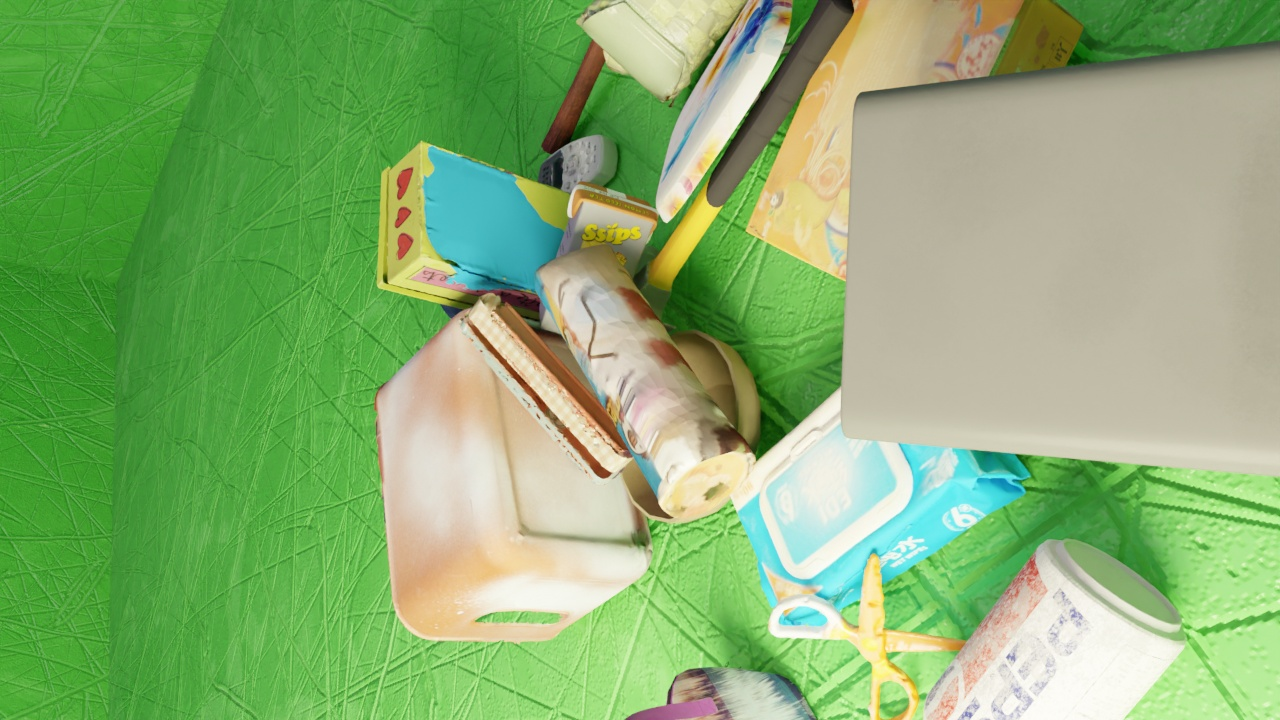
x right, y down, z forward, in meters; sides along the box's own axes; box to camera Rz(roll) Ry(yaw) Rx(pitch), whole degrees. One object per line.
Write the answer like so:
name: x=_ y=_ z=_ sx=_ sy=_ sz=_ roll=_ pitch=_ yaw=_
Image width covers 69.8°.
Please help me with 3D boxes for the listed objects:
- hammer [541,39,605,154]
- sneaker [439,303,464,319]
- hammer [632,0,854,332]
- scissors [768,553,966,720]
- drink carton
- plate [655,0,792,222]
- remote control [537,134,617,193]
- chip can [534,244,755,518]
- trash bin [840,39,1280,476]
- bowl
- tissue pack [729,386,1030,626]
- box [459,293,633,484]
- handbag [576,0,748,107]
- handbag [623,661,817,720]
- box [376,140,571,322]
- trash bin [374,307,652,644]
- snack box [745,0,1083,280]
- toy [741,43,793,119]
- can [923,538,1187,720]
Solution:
hammer: x=-0.030 y=-0.330 z=0.908 sx=0.028 sy=0.110 sz=0.302 roll=45 pitch=129 yaw=16
sneaker: x=-0.194 y=-0.149 z=0.959 sx=0.092 sy=0.118 sz=0.232 roll=-25 pitch=37 yaw=28
hammer: x=0.063 y=-0.137 z=0.701 sx=0.325 sy=0.029 sz=0.126 roll=125 pitch=157 yaw=-44
scissors: x=0.140 y=0.175 z=0.570 sx=0.130 sy=0.011 sz=0.125 roll=3 pitch=109 yaw=20
drink carton: x=-0.040 y=-0.083 z=0.790 sx=0.048 sy=0.076 sz=0.125 roll=-102 pitch=31 yaw=-60
plate: x=0.062 y=-0.215 z=0.734 sx=0.188 sy=0.016 sz=0.186 roll=-53 pitch=17 yaw=41
remote control: x=-0.067 y=-0.197 z=0.956 sx=0.115 sy=0.028 sz=0.060 roll=-11 pitch=71 yaw=49
chip can: x=-0.004 y=0.004 z=0.679 sx=0.080 sy=0.079 sz=0.229 roll=-53 pitch=51 yaw=27
trash bin: x=0.221 y=-0.045 z=0.447 sx=0.220 sy=0.097 sz=0.192 roll=3 pitch=91 yaw=33
bowl: x=0.045 y=0.055 z=0.732 sx=0.153 sy=0.050 sz=0.152 roll=-22 pitch=62 yaw=50
tissue pack: x=0.140 y=0.088 z=0.603 sx=0.210 sy=0.066 sz=0.117 roll=-49 pitch=47 yaw=34
box: x=-0.073 y=0.017 z=0.746 sx=0.187 sy=0.060 sz=0.058 roll=46 pitch=165 yaw=7
handbag: x=0.038 y=-0.326 z=0.815 sx=0.187 sy=0.113 sz=0.116 roll=-46 pitch=15 yaw=16
handbag: x=0.042 y=0.259 z=0.589 sx=0.068 sy=0.169 sz=0.144 roll=-55 pitch=44 yaw=25
box: x=-0.130 y=-0.108 z=0.858 sx=0.082 sy=0.220 sz=0.124 roll=-26 pitch=63 yaw=45
trash bin: x=-0.112 y=0.100 z=0.816 sx=0.158 sy=0.181 sz=0.259 roll=-39 pitch=52 yaw=36
snack box: x=0.176 y=-0.144 z=0.605 sx=0.145 sy=0.080 sz=0.195 roll=39 pitch=111 yaw=51
toy: x=0.088 y=-0.230 z=0.777 sx=0.112 sy=0.030 sz=0.049 roll=-54 pitch=29 yaw=34
can: x=0.211 y=0.167 z=0.483 sx=0.078 sy=0.078 sz=0.136 roll=48 pitch=117 yaw=45
